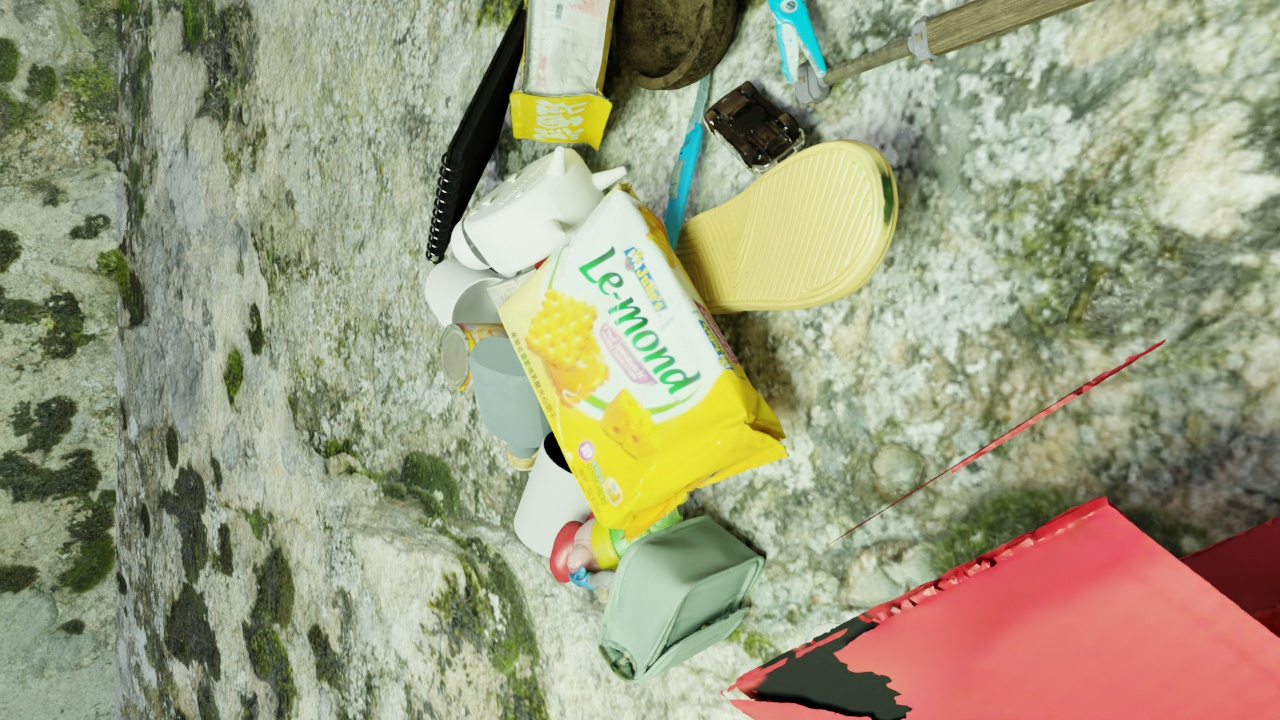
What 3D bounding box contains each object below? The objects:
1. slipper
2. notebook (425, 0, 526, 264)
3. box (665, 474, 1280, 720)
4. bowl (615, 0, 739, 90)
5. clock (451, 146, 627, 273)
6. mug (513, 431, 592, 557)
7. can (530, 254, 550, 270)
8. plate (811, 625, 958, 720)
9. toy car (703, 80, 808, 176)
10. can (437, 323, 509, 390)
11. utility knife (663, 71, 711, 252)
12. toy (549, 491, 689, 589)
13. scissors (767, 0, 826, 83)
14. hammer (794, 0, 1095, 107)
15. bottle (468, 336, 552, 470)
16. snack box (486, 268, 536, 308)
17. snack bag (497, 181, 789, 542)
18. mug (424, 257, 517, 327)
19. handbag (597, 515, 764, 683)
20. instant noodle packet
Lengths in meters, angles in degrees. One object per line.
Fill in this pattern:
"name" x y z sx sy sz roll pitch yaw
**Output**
"slipper" 0.109 -0.082 0.661 0.264 0.078 0.099 173 95 -65
"notebook" -0.155 -0.200 0.859 0.232 0.019 0.168 135 157 -67
"box" 0.194 0.148 0.404 0.212 0.315 0.124 -45 49 41
"bowl" 0.038 -0.275 0.734 0.121 0.056 0.121 5 96 52
"clock" -0.104 -0.144 0.843 0.161 0.125 0.073 -8 125 46
"mug" -0.072 0.117 0.882 0.111 0.078 0.097 -107 35 -58
"can" -0.030 -0.051 0.821 0.170 0.067 0.067 37 119 40
"plate" 0.176 0.296 0.652 0.187 0.016 0.187 13 102 47
"toy car" 0.087 -0.173 0.696 0.048 0.040 0.112 -37 43 6
"can" -0.142 -0.004 0.919 0.068 0.104 0.067 3 94 52
"utility knife" 0.033 -0.149 0.751 0.031 0.015 0.209 7 82 61
"toy" -0.015 0.148 0.776 0.132 0.124 0.097 -4 94 45
"scissors" 0.115 -0.257 0.651 0.014 0.090 0.141 67 -179 -70
"hammer" 0.222 -0.208 0.556 0.318 0.028 0.147 -6 87 48
"bottle" -0.118 0.048 0.880 0.072 0.046 0.161 17 142 14
"snack box" -0.089 -0.010 0.863 0.082 0.026 0.150 -3 116 61
"snack bag" -0.004 0.004 0.704 0.160 0.068 0.247 -38 67 27
"mug" -0.172 -0.078 0.982 0.114 0.081 0.088 -52 42 -1
"handbag" 0.035 0.190 0.724 0.067 0.121 0.106 32 113 33
"instant noodle packet" -0.054 -0.306 0.773 0.163 0.084 0.221 -167 85 -85
